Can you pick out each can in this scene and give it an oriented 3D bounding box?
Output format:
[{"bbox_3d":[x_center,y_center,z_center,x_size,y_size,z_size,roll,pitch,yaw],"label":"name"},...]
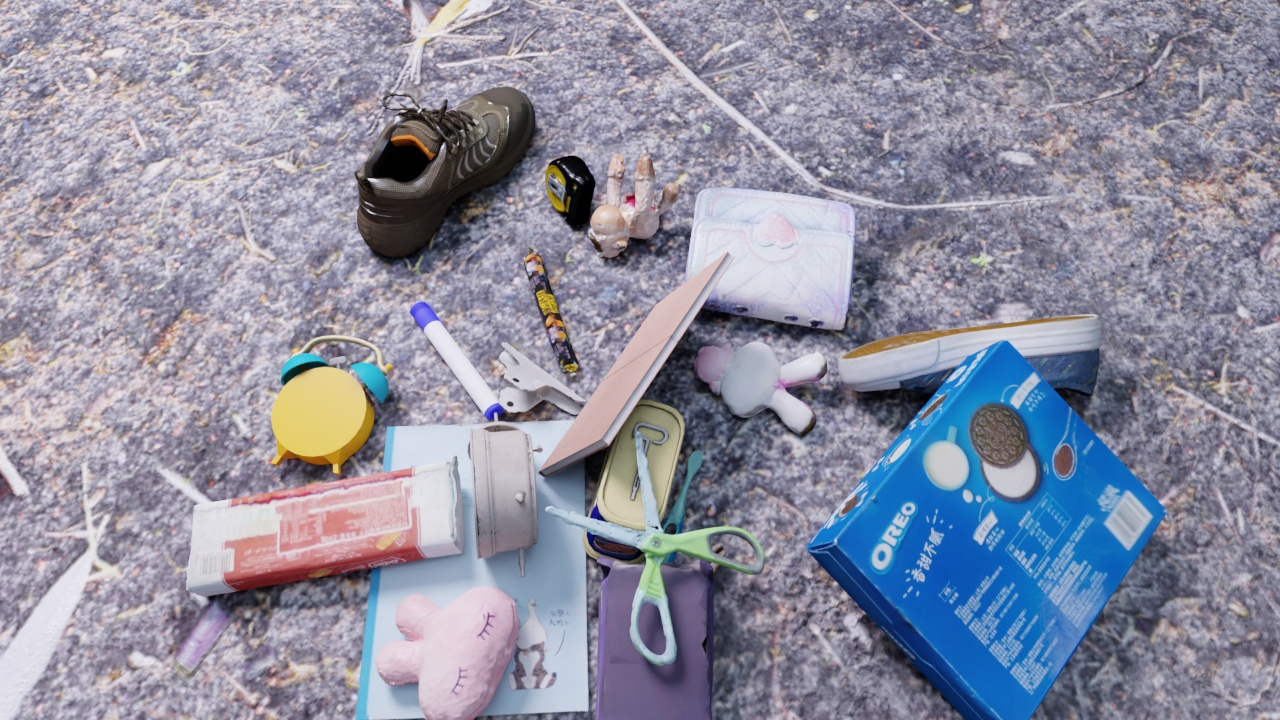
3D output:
[{"bbox_3d":[-0.005,0.100,0.752,0.056,0.092,0.116,16,61,-1],"label":"can"}]

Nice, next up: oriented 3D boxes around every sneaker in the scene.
[{"bbox_3d":[-0.206,-0.229,0.921,0.101,0.143,0.237,31,65,18],"label":"sneaker"},{"bbox_3d":[0.296,0.011,0.826,0.235,0.087,0.079,-8,95,0],"label":"sneaker"}]

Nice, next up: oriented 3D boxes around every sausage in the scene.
[{"bbox_3d":[-0.088,-0.048,0.886,0.020,0.020,0.155,-16,61,-9],"label":"sausage"}]

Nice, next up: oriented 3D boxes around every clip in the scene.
[{"bbox_3d":[-0.102,0.018,0.832,0.102,0.046,0.055,34,32,19],"label":"clip"},{"bbox_3d":[0.048,0.178,0.751,0.059,0.026,0.052,-4,62,-2],"label":"clip"}]

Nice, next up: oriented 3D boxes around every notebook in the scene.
[{"bbox_3d":[-0.135,0.166,0.768,0.181,0.009,0.253,-3,60,-1],"label":"notebook"},{"bbox_3d":[-0.005,0.005,0.786,0.008,0.142,0.208,40,61,-10],"label":"notebook"}]

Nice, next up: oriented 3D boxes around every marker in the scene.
[{"bbox_3d":[-0.173,-0.002,0.861,0.020,0.020,0.141,-33,65,-17],"label":"marker"}]

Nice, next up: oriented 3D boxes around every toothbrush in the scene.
[{"bbox_3d":[0.028,0.138,0.781,0.022,0.017,0.135,17,64,10],"label":"toothbrush"}]

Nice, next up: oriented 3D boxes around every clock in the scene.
[{"bbox_3d":[-0.281,0.037,0.828,0.099,0.044,0.129,8,67,6],"label":"clock"},{"bbox_3d":[-0.110,0.094,0.757,0.061,0.103,0.156,-4,33,-10],"label":"clock"}]

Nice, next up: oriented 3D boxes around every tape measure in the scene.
[{"bbox_3d":[-0.074,-0.177,0.936,0.034,0.062,0.061,-22,58,-29],"label":"tape measure"}]

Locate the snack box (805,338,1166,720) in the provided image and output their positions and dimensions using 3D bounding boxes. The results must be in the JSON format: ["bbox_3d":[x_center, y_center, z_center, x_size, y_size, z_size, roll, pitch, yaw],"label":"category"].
[{"bbox_3d":[0.274,0.132,0.717,0.195,0.056,0.238,47,69,-1],"label":"snack box"}]

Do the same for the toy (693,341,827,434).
[{"bbox_3d":[0.107,0.018,0.835,0.123,0.038,0.079,18,74,11],"label":"toy"}]

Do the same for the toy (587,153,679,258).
[{"bbox_3d":[-0.020,-0.150,0.923,0.085,0.074,0.106,28,83,50],"label":"toy"}]

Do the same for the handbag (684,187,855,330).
[{"bbox_3d":[0.125,-0.099,0.887,0.158,0.069,0.126,9,62,3],"label":"handbag"}]

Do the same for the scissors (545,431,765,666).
[{"bbox_3d":[0.010,0.139,0.676,0.171,0.023,0.172,15,76,-5],"label":"scissors"}]

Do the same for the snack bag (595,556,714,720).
[{"bbox_3d":[0.009,0.249,0.682,0.096,0.058,0.205,1,67,1],"label":"snack bag"}]

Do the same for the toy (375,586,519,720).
[{"bbox_3d":[-0.149,0.221,0.703,0.105,0.053,0.108,6,61,21],"label":"toy"}]

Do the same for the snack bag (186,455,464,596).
[{"bbox_3d":[-0.258,0.138,0.761,0.225,0.041,0.077,-9,60,-1],"label":"snack bag"}]
